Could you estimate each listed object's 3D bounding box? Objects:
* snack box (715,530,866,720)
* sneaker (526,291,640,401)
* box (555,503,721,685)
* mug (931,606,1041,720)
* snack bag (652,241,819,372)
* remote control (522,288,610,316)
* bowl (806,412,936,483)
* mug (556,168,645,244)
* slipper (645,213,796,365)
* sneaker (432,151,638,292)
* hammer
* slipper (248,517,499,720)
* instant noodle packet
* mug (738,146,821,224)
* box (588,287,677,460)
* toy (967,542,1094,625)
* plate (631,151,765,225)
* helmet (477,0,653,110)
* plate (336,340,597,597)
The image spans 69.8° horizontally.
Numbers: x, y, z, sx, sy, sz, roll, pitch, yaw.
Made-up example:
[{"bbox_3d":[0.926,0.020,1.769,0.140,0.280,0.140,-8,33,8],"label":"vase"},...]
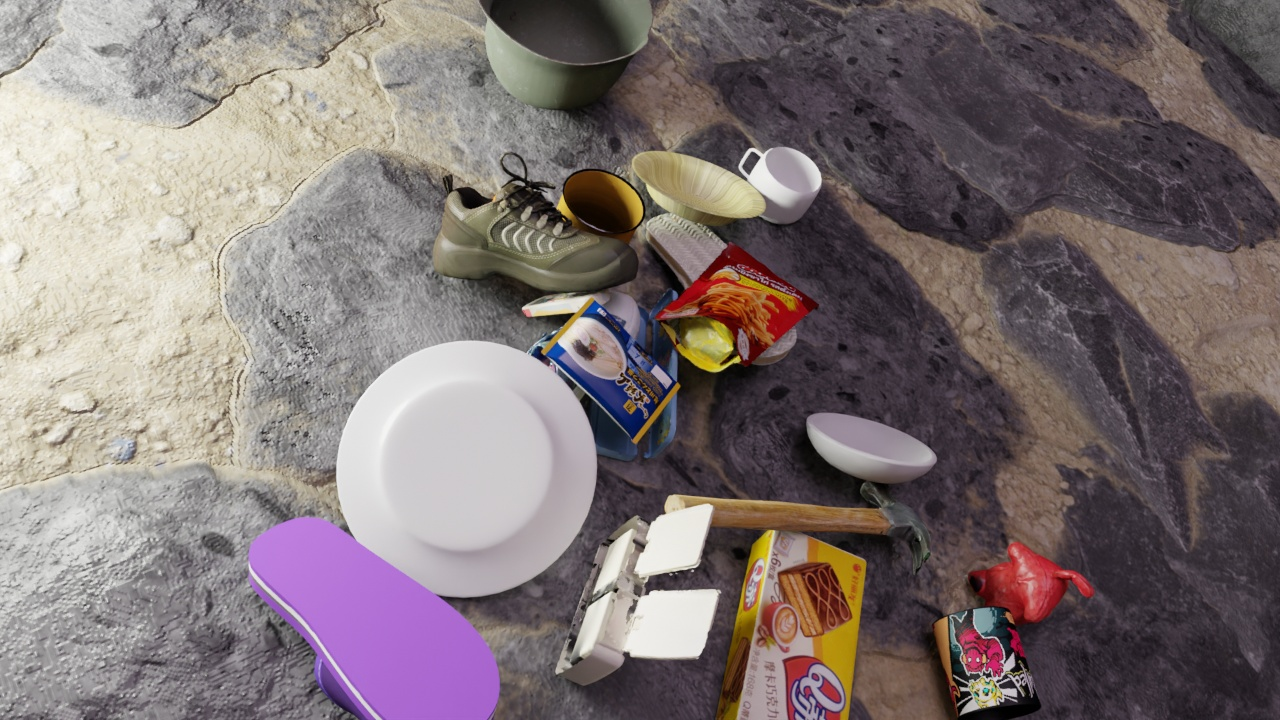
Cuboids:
[{"bbox_3d":[0.149,0.285,0.897,0.110,0.062,0.229,24,51,-6],"label":"snack box"},{"bbox_3d":[-0.082,-0.006,0.975,0.087,0.079,0.234,15,50,29],"label":"sneaker"},{"bbox_3d":[-0.001,0.208,0.815,0.058,0.188,0.144,34,53,-18],"label":"box"},{"bbox_3d":[0.369,0.321,0.960,0.118,0.082,0.098,22,47,-38],"label":"mug"},{"bbox_3d":[0.113,-0.061,1.058,0.139,0.067,0.207,31,36,17],"label":"snack bag"},{"bbox_3d":[-0.083,-0.065,1.015,0.038,0.126,0.018,-32,109,-38],"label":"remote control"},{"bbox_3d":[0.258,0.107,1.051,0.149,0.043,0.149,13,15,-4],"label":"bowl"},{"bbox_3d":[-0.056,-0.150,1.091,0.100,0.094,0.123,5,54,-21],"label":"mug"},{"bbox_3d":[0.090,-0.086,1.139,0.114,0.052,0.263,-18,55,-27],"label":"slipper"},{"bbox_3d":[-0.113,-0.157,0.995,0.238,0.143,0.100,8,21,14],"label":"sneaker"},{"bbox_3d":[0.169,0.162,0.938,0.330,0.033,0.132,9,30,-32],"label":"hammer"},{"bbox_3d":[-0.225,0.242,0.767,0.266,0.084,0.107,31,36,25],"label":"slipper"},{"bbox_3d":[-0.028,0.009,0.939,0.134,0.026,0.086,45,59,-9],"label":"instant noodle packet"},{"bbox_3d":[0.189,-0.249,1.279,0.115,0.068,0.094,39,51,6],"label":"mug"},{"bbox_3d":[-0.007,0.007,1.019,0.073,0.086,0.208,21,50,-23],"label":"box"},{"bbox_3d":[0.443,0.247,1.010,0.094,0.133,0.088,10,64,-27],"label":"toy"},{"bbox_3d":[0.072,-0.218,1.210,0.184,0.036,0.184,15,32,-9],"label":"plate"},{"bbox_3d":[-0.104,-0.429,1.225,0.227,0.154,0.267,41,56,6],"label":"helmet"},{"bbox_3d":[-0.162,0.098,0.861,0.242,0.016,0.242,1,77,-5],"label":"plate"}]
